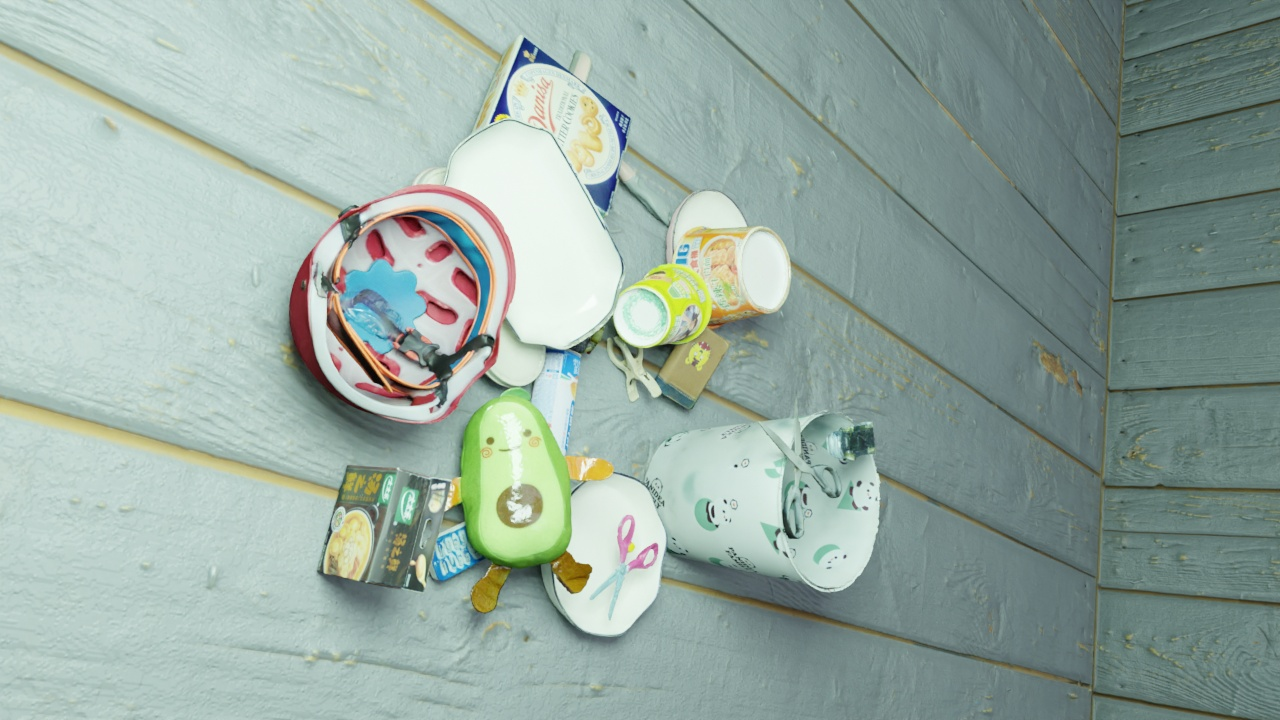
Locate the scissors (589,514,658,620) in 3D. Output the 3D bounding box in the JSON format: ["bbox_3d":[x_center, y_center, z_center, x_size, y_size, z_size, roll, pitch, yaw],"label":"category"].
[{"bbox_3d":[-0.017,0.266,1.168,0.118,0.017,0.133,29,70,-45],"label":"scissors"}]

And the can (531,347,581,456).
[{"bbox_3d":[-0.108,0.054,1.130,0.053,0.053,0.134,20,72,-43],"label":"can"}]

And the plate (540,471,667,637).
[{"bbox_3d":[-0.049,0.246,1.179,0.204,0.046,0.204,7,80,-46],"label":"plate"}]

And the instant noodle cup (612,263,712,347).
[{"bbox_3d":[0.023,-0.067,1.208,0.123,0.112,0.112,-26,106,-65],"label":"instant noodle cup"}]

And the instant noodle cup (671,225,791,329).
[{"bbox_3d":[0.134,-0.122,1.294,0.151,0.112,0.151,3,86,-45],"label":"instant noodle cup"}]

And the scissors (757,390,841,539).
[{"bbox_3d":[0.187,0.128,1.095,0.178,0.014,0.159,42,57,-31],"label":"scissors"}]

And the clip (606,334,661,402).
[{"bbox_3d":[-0.011,0.008,1.245,0.034,0.070,0.100,-36,104,-43],"label":"clip"}]

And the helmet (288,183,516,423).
[{"bbox_3d":[-0.248,-0.058,0.930,0.207,0.144,0.239,48,58,-26],"label":"helmet"}]

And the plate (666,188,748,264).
[{"bbox_3d":[0.099,-0.158,1.370,0.192,0.039,0.192,3,85,-46],"label":"plate"}]

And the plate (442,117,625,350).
[{"bbox_3d":[-0.123,-0.139,1.041,0.161,0.034,0.266,-38,115,-18],"label":"plate"}]

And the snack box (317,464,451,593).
[{"bbox_3d":[-0.257,0.165,0.915,0.053,0.126,0.113,25,69,-41],"label":"snack box"}]

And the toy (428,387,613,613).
[{"bbox_3d":[-0.138,0.152,1.030,0.226,0.090,0.246,-10,84,-21],"label":"toy"}]

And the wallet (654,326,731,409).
[{"bbox_3d":[0.074,0.007,1.304,0.090,0.033,0.115,30,91,-42],"label":"wallet"}]

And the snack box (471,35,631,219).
[{"bbox_3d":[-0.104,-0.277,1.120,0.182,0.046,0.177,31,50,-26],"label":"snack box"}]

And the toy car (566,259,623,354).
[{"bbox_3d":[-0.069,-0.081,1.182,0.070,0.042,0.157,21,67,-5],"label":"toy car"}]

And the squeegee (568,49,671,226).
[{"bbox_3d":[-0.027,-0.256,1.255,0.249,0.040,0.247,34,62,-39],"label":"squeegee"}]

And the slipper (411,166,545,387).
[{"bbox_3d":[-0.191,-0.090,1.059,0.113,0.055,0.274,-42,118,-39],"label":"slipper"}]

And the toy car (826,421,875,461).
[{"bbox_3d":[0.269,0.102,1.162,0.090,0.034,0.043,-7,88,-47],"label":"toy car"}]

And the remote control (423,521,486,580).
[{"bbox_3d":[-0.192,0.206,1.051,0.124,0.024,0.049,-21,101,-44],"label":"remote control"}]

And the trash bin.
[{"bbox_3d":[0.156,0.186,1.245,0.229,0.253,0.229,7,81,-45],"label":"trash bin"}]
